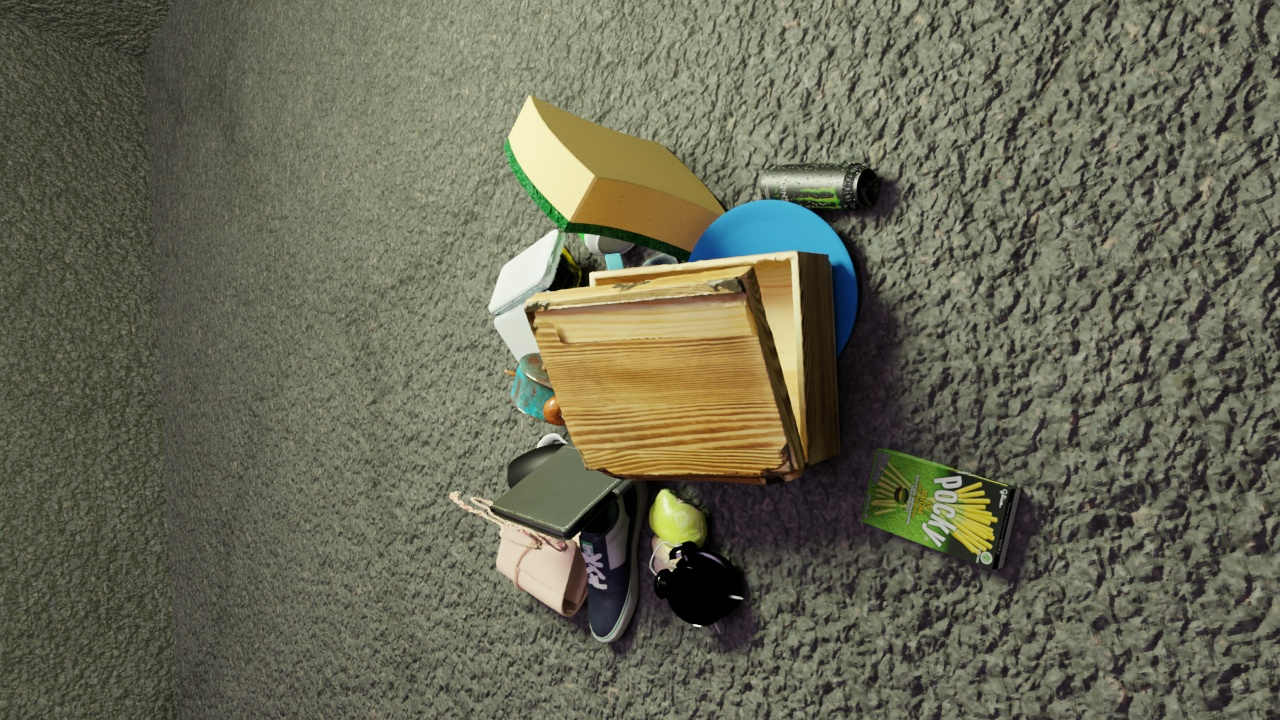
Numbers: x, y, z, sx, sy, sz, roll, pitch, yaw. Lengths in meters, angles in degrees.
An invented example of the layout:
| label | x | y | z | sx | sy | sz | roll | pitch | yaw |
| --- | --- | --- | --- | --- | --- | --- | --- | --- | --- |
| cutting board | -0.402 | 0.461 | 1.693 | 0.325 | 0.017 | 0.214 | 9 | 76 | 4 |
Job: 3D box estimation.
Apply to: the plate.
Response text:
| label | x | y | z | sx | sy | sz | roll | pitch | yaw |
| --- | --- | --- | --- | --- | --- | --- | --- | --- | --- |
| plate | 0.152 | -0.075 | 1.084 | 0.225 | 0.024 | 0.224 | 4 | 98 | 33 |

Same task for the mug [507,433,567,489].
| label | x | y | z | sx | sy | sz | roll | pitch | yaw |
| --- | --- | --- | --- | --- | --- | --- | --- | --- | --- |
| mug | -0.128 | 0.151 | 1.345 | 0.100 | 0.085 | 0.118 | -27 | 36 | 27 |

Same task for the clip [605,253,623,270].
| label | x | y | z | sx | sy | sz | roll | pitch | yaw |
| --- | --- | --- | --- | --- | --- | --- | --- | --- | --- |
| clip | -0.034 | -0.084 | 1.267 | 0.119 | 0.033 | 0.121 | 168 | 95 | -78 |

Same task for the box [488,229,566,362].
| label | x | y | z | sx | sy | sz | roll | pitch | yaw |
| --- | --- | --- | --- | --- | --- | --- | --- | --- | --- |
| box | -0.165 | -0.088 | 1.377 | 0.211 | 0.084 | 0.185 | -15 | 78 | 58 |

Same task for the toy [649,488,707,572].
| label | x | y | z | sx | sy | sz | roll | pitch | yaw |
| --- | --- | --- | --- | --- | --- | --- | --- | --- | --- |
| toy | 0.044 | 0.226 | 1.173 | 0.092 | 0.046 | 0.115 | 24 | 110 | 43 |

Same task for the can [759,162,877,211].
| label | x | y | z | sx | sy | sz | roll | pitch | yaw |
| --- | --- | --- | --- | --- | --- | --- | --- | --- | --- |
| can | 0.200 | -0.199 | 1.046 | 0.138 | 0.053 | 0.054 | 12 | 95 | 46 |

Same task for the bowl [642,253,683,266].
| label | x | y | z | sx | sy | sz | roll | pitch | yaw |
| --- | --- | --- | --- | --- | --- | --- | --- | --- | --- |
| bowl | 0.042 | -0.083 | 1.197 | 0.111 | 0.055 | 0.110 | -5 | 83 | 47 |

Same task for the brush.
| label | x | y | z | sx | sy | sz | roll | pitch | yaw |
| --- | --- | --- | --- | --- | --- | --- | --- | --- | --- |
| brush | -0.031 | -0.222 | 1.147 | 0.075 | 0.249 | 0.195 | -57 | 46 | 26 |

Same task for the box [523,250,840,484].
| label | x | y | z | sx | sy | sz | roll | pitch | yaw |
| --- | --- | --- | --- | --- | --- | --- | --- | --- | --- |
| box | 0.050 | 0.020 | 1.017 | 0.280 | 0.220 | 0.258 | -3 | 94 | 32 |

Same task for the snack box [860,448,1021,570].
| label | x | y | z | sx | sy | sz | roll | pitch | yaw |
| --- | --- | --- | --- | --- | --- | --- | --- | --- | --- |
| snack box | 0.300 | 0.147 | 0.927 | 0.148 | 0.025 | 0.080 | 16 | 97 | 46 |

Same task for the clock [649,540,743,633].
| label | x | y | z | sx | sy | sz | roll | pitch | yaw |
| --- | --- | --- | --- | --- | --- | --- | --- | --- | --- |
| clock | 0.064 | 0.271 | 1.118 | 0.121 | 0.042 | 0.091 | 37 | 120 | 18 |

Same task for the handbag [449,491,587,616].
| label | x | y | z | sx | sy | sz | roll | pitch | yaw |
| --- | --- | --- | --- | --- | --- | --- | --- | --- | --- |
| handbag | -0.184 | 0.278 | 1.301 | 0.199 | 0.187 | 0.116 | 21 | 95 | 41 |

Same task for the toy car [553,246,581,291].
| label | x | y | z | sx | sy | sz | roll | pitch | yaw |
| --- | --- | --- | --- | --- | --- | --- | --- | --- | --- |
| toy car | -0.119 | -0.138 | 1.389 | 0.049 | 0.030 | 0.107 | -55 | 48 | 25 |

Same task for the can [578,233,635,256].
| label | x | y | z | sx | sy | sz | roll | pitch | yaw |
| --- | --- | --- | --- | --- | --- | --- | --- | --- | --- |
| can | -0.061 | -0.217 | 1.296 | 0.088 | 0.087 | 0.140 | -54 | 51 | 28 |

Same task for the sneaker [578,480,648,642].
| label | x | y | z | sx | sy | sz | roll | pitch | yaw |
| --- | --- | --- | --- | --- | --- | --- | --- | --- | --- |
| sneaker | -0.051 | 0.267 | 1.242 | 0.084 | 0.079 | 0.235 | 10 | 94 | 45 |

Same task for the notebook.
| label | x | y | z | sx | sy | sz | roll | pitch | yaw |
| --- | --- | --- | --- | --- | --- | --- | --- | --- | --- |
| notebook | -0.075 | 0.152 | 1.208 | 0.170 | 0.208 | 0.029 | 7 | 129 | 46 |

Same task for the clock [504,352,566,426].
| label | x | y | z | sx | sy | sz | roll | pitch | yaw |
| --- | --- | --- | --- | --- | --- | --- | --- | --- | --- |
| clock | -0.111 | 0.043 | 1.301 | 0.158 | 0.121 | 0.073 | 35 | 115 | 35 |
